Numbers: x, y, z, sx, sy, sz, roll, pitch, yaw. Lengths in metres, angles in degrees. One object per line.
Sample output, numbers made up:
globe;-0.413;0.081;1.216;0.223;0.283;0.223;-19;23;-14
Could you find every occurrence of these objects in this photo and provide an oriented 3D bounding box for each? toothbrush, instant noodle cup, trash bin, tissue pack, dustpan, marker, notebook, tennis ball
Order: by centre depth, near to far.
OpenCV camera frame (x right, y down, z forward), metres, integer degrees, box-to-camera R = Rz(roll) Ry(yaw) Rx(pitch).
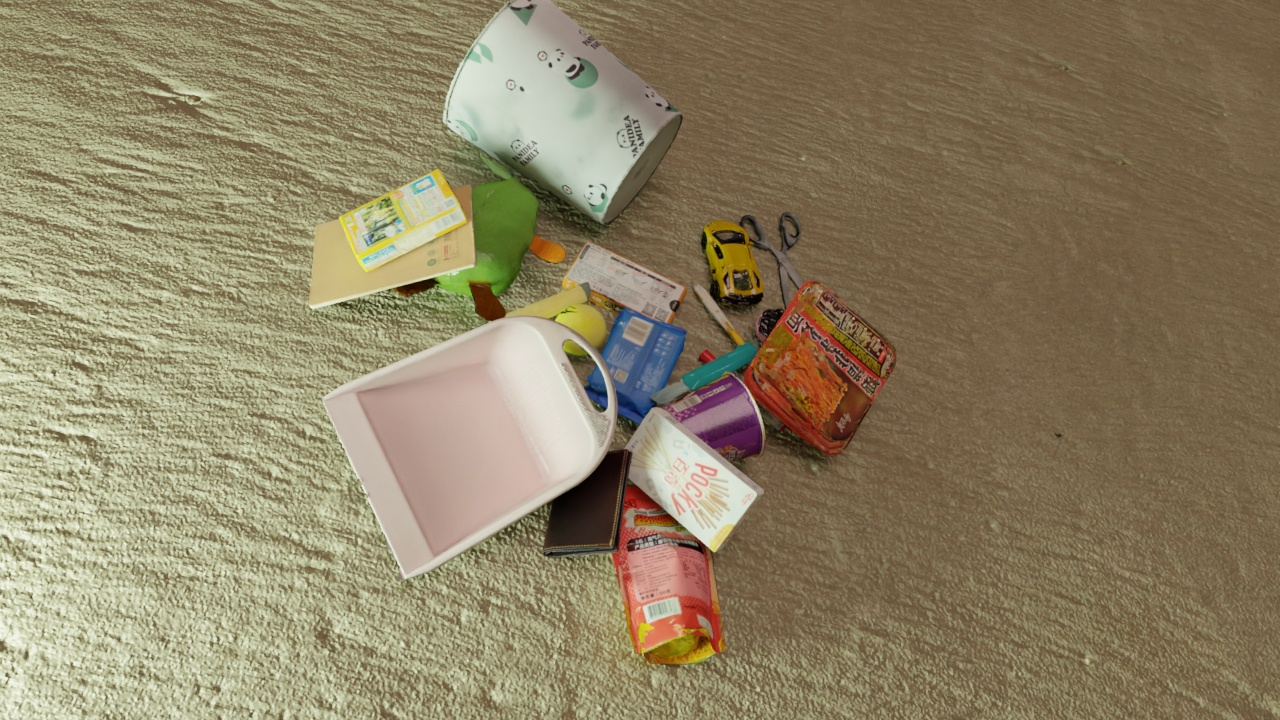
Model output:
dustpan;-0.170;0.068;0.988;0.272;0.139;0.222;-25;82;-36
instant noodle cup;0.081;0.081;1.101;0.099;0.112;0.111;-21;66;-15
notebook;-0.305;-0.143;1.132;0.208;0.008;0.147;-14;51;3
tissue pack;-0.007;0.007;1.150;0.095;0.052;0.156;24;56;2
tennis ball;-0.076;-0.039;1.152;0.065;0.066;0.065;7;57;-11
instant noodle cup;0.220;0.014;1.167;0.164;0.079;0.188;40;66;-8
marker;0.133;0.039;1.189;0.145;0.017;0.017;43;58;14
toothbrush;0.125;-0.031;1.233;0.016;0.018;0.191;-22;64;-30
trash bin;-0.095;-0.331;1.245;0.252;0.230;0.228;36;57;2

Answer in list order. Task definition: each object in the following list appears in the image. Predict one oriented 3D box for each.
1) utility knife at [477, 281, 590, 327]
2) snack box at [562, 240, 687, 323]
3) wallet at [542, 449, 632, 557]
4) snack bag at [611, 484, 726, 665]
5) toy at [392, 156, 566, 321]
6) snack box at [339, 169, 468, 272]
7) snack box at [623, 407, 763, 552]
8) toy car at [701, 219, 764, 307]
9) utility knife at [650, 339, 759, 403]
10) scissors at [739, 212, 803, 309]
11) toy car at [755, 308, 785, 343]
utility knife;-0.129;-0.064;1.156;0.164;0.018;0.031;-22;67;-32
snack box;-0.021;-0.098;1.228;0.154;0.026;0.075;26;56;3
wallet;-0.059;0.159;1.031;0.096;0.020;0.122;-10;53;27
snack bag;0.026;0.226;1.019;0.128;0.073;0.207;4;50;-20
toy;-0.202;-0.150;1.174;0.227;0.090;0.246;15;54;12
snack box;-0.291;-0.173;1.125;0.140;0.034;0.087;-27;51;-10
snack box;0.052;0.132;1.032;0.157;0.085;0.026;38;15;20
toy car;0.127;-0.139;1.285;0.071;0.041;0.155;-1;58;-16
utility knife;0.086;0.014;1.156;0.204;0.013;0.029;-24;72;-39
scissors;0.205;-0.151;1.329;0.159;0.014;0.174;31;58;5
toy car;0.209;-0.026;1.239;0.122;0.037;0.056;26;62;-12
